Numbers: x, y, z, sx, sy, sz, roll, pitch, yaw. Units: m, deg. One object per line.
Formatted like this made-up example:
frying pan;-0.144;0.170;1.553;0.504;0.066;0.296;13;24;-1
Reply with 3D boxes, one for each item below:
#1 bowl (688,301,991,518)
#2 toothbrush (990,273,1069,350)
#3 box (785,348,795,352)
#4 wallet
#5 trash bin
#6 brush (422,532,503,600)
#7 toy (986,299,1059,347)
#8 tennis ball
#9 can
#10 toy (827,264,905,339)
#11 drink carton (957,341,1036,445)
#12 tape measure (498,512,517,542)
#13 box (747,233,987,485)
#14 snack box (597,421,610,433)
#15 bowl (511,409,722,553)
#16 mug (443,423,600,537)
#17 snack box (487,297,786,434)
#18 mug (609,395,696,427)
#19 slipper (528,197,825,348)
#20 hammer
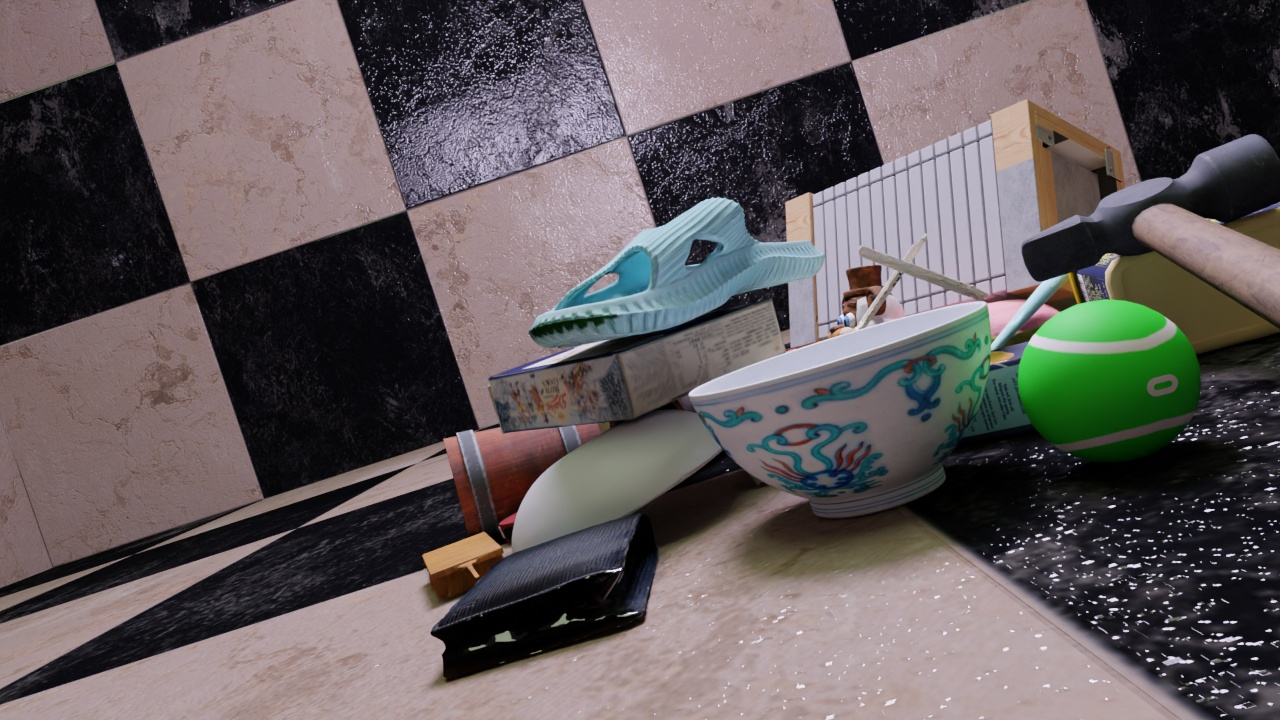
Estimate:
bowl;0.103;0.029;0.439;0.144;0.074;0.144;-18;1;0
toothbrush;0.255;-0.029;0.620;0.180;0.016;0.016;-42;24;-17
box;0.153;0.015;0.879;0.186;0.057;0.067;-17;-31;-40
wallet;-0.040;0.102;0.421;0.089;0.026;0.115;-19;1;6
trash bin;0.269;-0.093;0.800;0.142;0.142;0.248;10;-16;-36
brush;-0.102;0.123;0.540;0.048;0.017;0.126;-18;1;-17
toy;0.254;-0.014;0.672;0.110;0.051;0.090;-14;6;12
tennis ball;0.187;0.008;0.368;0.065;0.065;0.065;-18;1;0
can;0.345;-0.051;0.556;0.135;0.075;0.104;-18;4;18
toy;0.174;-0.017;0.718;0.067;0.112;0.087;-7;-1;-7
drink carton;0.202;0.014;0.492;0.130;0.040;0.064;-17;2;31
tape measure;-0.065;0.109;0.632;0.058;0.019;0.051;-26;6;-21
box;0.126;-0.011;0.598;0.180;0.080;0.143;-43;-4;12
snack box;0.032;0.037;0.914;0.194;0.080;0.145;-19;1;-33
bowl;-0.019;0.066;0.549;0.149;0.043;0.149;-31;-1;-1
mug;-0.086;0.090;0.710;0.111;0.081;0.118;-15;-23;-13
snack box;-0.004;0.004;0.612;0.144;0.042;0.145;-21;7;-40
mug;0.026;0.054;0.751;0.116;0.080;0.107;-51;-16;32
slipper;0.029;-0.062;0.608;0.116;0.069;0.275;-14;3;42
hammer;0.258;-0.034;0.381;0.129;0.040;0.321;-23;14;16
